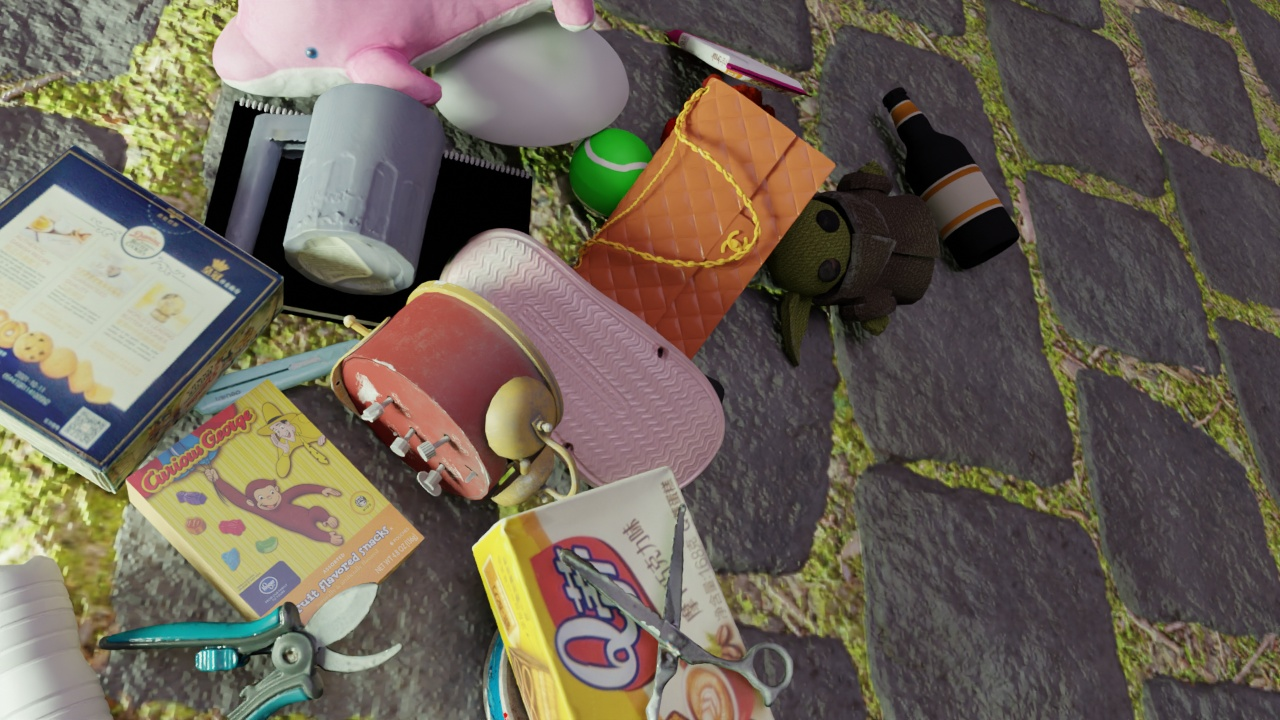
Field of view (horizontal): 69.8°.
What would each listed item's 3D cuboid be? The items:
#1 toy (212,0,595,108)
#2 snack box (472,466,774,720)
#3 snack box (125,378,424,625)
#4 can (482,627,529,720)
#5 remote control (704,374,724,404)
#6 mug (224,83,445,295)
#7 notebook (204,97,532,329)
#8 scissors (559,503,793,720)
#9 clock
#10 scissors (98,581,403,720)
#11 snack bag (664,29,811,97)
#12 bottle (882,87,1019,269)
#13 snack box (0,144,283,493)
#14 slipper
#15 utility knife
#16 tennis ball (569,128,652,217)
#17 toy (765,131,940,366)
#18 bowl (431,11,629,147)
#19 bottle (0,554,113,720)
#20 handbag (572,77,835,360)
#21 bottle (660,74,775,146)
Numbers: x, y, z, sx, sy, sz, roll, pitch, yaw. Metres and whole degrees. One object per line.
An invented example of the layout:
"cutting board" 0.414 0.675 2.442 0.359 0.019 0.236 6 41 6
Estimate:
"toy" -0.163 -0.256 0.615 0.265 0.128 0.186 -19 52 -11
"snack box" 0.002 0.182 0.485 0.109 0.062 0.230 -13 72 -30
"snack box" -0.199 0.088 0.505 0.126 0.040 0.088 45 55 1
"can" -0.023 0.187 0.537 0.130 0.044 0.129 11 61 -21
"remote control" -0.004 0.004 0.656 0.147 0.015 0.033 27 57 -11
"mug" -0.191 -0.105 0.572 0.124 0.084 0.103 3 66 2
"notebook" -0.177 -0.090 0.621 0.206 0.016 0.148 11 62 -21
"scissors" 0.015 0.155 0.458 0.141 0.014 0.174 22 60 -18
"clock" -0.102 0.034 0.527 0.159 0.117 0.081 31 57 16
"scissors" -0.196 0.160 0.449 0.155 0.019 0.124 10 83 5
"snack bag" 0.074 -0.245 0.754 0.070 0.016 0.196 12 23 -20
"bottle" 0.280 -0.176 0.856 0.059 0.059 0.181 -18 74 -32
"snack box" -0.300 -0.026 0.502 0.144 0.043 0.144 33 59 -1
"slipper" -0.040 0.006 0.604 0.221 0.056 0.106 43 83 -13
"utility knife" -0.192 0.000 0.564 0.165 0.015 0.022 -20 72 -30
"tennis ball" -0.021 -0.141 0.690 0.065 0.066 0.065 11 61 -21
"toy" 0.171 -0.090 0.737 0.152 0.078 0.179 -3 93 -29
"bowl" -0.082 -0.222 0.684 0.149 0.043 0.149 2 51 -3
"bottle" -0.276 0.161 0.429 0.044 0.044 0.136 -20 76 -32
"handbag" 0.041 -0.099 0.649 0.109 0.060 0.172 37 93 -2
"bottle" 0.056 -0.162 0.724 0.099 0.099 0.111 7 82 -23
